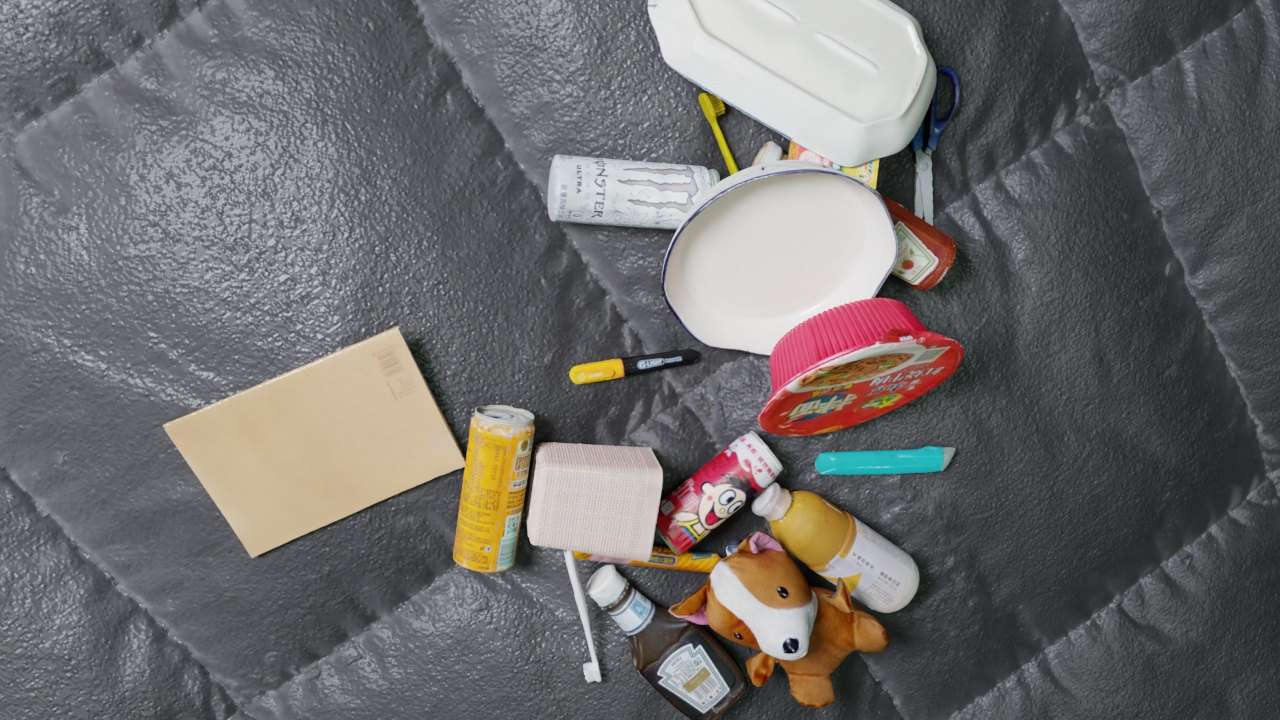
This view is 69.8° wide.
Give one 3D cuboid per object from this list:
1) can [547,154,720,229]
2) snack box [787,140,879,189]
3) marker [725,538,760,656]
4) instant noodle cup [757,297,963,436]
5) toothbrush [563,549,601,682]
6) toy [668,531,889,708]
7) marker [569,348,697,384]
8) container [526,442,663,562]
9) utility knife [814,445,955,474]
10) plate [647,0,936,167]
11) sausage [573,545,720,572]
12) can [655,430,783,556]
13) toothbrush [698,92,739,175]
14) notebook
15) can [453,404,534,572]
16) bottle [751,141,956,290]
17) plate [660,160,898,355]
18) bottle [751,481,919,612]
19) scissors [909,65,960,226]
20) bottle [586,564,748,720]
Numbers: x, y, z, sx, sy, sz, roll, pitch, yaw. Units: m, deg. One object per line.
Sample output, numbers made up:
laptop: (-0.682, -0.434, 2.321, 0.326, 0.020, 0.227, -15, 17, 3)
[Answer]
can: (-0.007, -0.147, 0.808, 0.146, 0.058, 0.058, 2, 102, -12)
snack box: (0.178, -0.230, 0.820, 0.077, 0.027, 0.155, 10, 82, -9)
marker: (0.109, 0.243, 0.940, 0.022, 0.018, 0.131, -21, 107, -28)
instant noodle cup: (0.192, 0.002, 0.840, 0.193, 0.194, 0.065, -12, 66, -9)
toothbrush: (-0.058, 0.247, 0.885, 0.016, 0.016, 0.180, -10, 120, -3)
toy: (0.137, 0.251, 0.884, 0.199, 0.130, 0.140, 41, 95, -21)
marker: (-0.005, 0.005, 0.865, 0.123, 0.015, 0.018, -10, 108, -11)
container: (-0.046, 0.126, 0.847, 0.111, 0.090, 0.090, 7, 101, -10)
utility knife: (0.251, 0.103, 0.941, 0.151, 0.013, 0.029, -1, 100, -9)
plate: (0.137, -0.278, 0.785, 0.265, 0.034, 0.162, 29, 79, -6)
sausage: (0.007, 0.193, 0.905, 0.165, 0.021, 0.021, 9, 100, -14)
can: (0.072, 0.128, 0.888, 0.132, 0.053, 0.053, -39, 107, -1)
toothbrush: (0.098, -0.159, 0.850, 0.016, 0.016, 0.190, -28, 106, -11)
notebook: (-0.280, 0.074, 0.810, 0.211, 0.012, 0.149, -24, 117, -6)
can: (-0.134, 0.117, 0.841, 0.058, 0.058, 0.146, 7, 101, -13)
bottle: (0.197, -0.137, 0.853, 0.206, 0.060, 0.060, 29, 95, -10)
plate: (0.119, -0.091, 0.810, 0.205, 0.045, 0.205, -3, 135, -4)
bottle: (0.194, 0.183, 0.917, 0.189, 0.068, 0.068, 35, 93, -16)
scissors: (0.261, -0.195, 0.878, 0.124, 0.012, 0.174, 20, 99, -17)
bottle: (0.022, 0.280, 0.917, 0.080, 0.044, 0.195, -43, 106, 0)
